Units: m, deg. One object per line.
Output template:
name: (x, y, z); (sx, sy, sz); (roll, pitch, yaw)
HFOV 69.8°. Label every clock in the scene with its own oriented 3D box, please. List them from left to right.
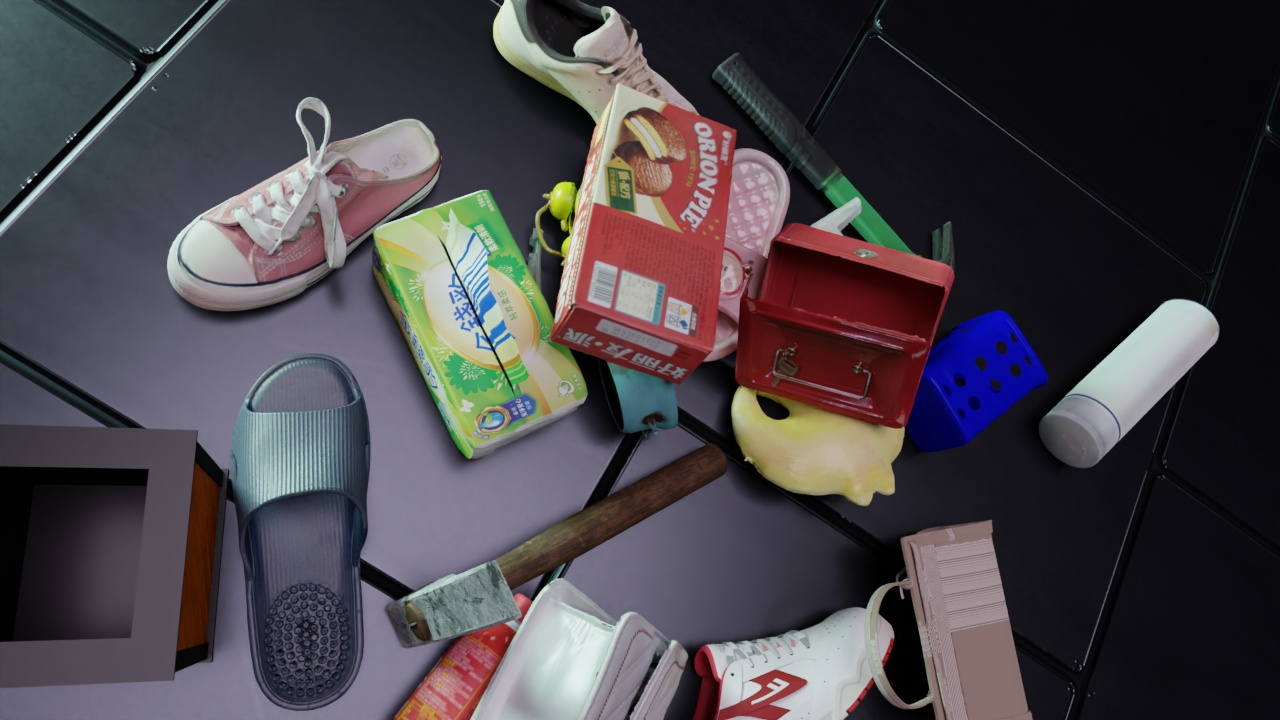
clock: (-0.034, -0.124, 0.809); (0.119, 0.057, 0.083); (-12, 80, -22)
clock: (-0.005, 0.004, 0.771); (0.053, 0.090, 0.124); (-15, 82, -11)

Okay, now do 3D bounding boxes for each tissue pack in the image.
tissue pack: (-0.123, -0.035, 0.712); (0.120, 0.142, 0.197); (-31, 87, -23)

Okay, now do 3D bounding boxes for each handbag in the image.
handbag: (-0.047, 0.279, 0.664); (0.198, 0.096, 0.142); (-63, 141, -21)
handbag: (0.244, 0.230, 0.763); (0.197, 0.062, 0.175); (6, 72, -46)

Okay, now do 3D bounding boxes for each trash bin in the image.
trash bin: (-0.351, 0.125, 0.579); (0.139, 0.172, 0.139); (3, 75, -17)

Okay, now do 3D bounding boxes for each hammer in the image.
hammer: (-0.027, 0.122, 0.688); (0.299, 0.218, 0.037); (-23, 84, -34)
hammer: (0.191, -0.178, 0.913); (0.319, 0.032, 0.130); (47, 68, -1)

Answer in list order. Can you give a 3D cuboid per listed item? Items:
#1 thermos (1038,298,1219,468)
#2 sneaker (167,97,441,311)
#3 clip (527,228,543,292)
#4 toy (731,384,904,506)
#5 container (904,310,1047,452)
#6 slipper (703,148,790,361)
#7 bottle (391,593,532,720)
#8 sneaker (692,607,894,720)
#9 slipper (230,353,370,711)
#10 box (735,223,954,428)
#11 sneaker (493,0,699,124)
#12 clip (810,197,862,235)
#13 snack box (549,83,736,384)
thermos: (0.504, 0.020, 0.944); (0.229, 0.068, 0.068); (-34, 88, -22)
sneaker: (-0.256, -0.125, 0.721); (0.240, 0.088, 0.118); (-39, 90, -24)
clip: (-0.099, -0.077, 0.796); (0.061, 0.023, 0.075); (-10, 77, -19)
toy: (0.166, 0.063, 0.823); (0.170, 0.065, 0.154); (-20, 64, -25)
container: (0.304, 0.022, 0.869); (0.113, 0.085, 0.085); (-33, 89, -22)
slipper: (0.080, -0.098, 0.840); (0.107, 0.056, 0.221); (28, 72, -11)
bottle: (-0.123, 0.238, 0.685); (0.062, 0.062, 0.137); (42, 67, -4)
sneaker: (0.099, 0.262, 0.745); (0.236, 0.090, 0.104); (-37, 83, -19)
slipper: (-0.247, 0.118, 0.666); (0.101, 0.083, 0.263); (-2, 77, -16)
box: (0.173, -0.032, 0.788); (0.157, 0.137, 0.126); (17, 50, 14)
sneaker: (-0.020, -0.260, 0.825); (0.241, 0.102, 0.088); (35, 68, -7)
clip: (0.178, -0.106, 0.877); (0.102, 0.043, 0.054); (-31, 75, 4)
snack box: (0.007, -0.107, 0.738); (0.113, 0.060, 0.235); (18, 57, -14)
